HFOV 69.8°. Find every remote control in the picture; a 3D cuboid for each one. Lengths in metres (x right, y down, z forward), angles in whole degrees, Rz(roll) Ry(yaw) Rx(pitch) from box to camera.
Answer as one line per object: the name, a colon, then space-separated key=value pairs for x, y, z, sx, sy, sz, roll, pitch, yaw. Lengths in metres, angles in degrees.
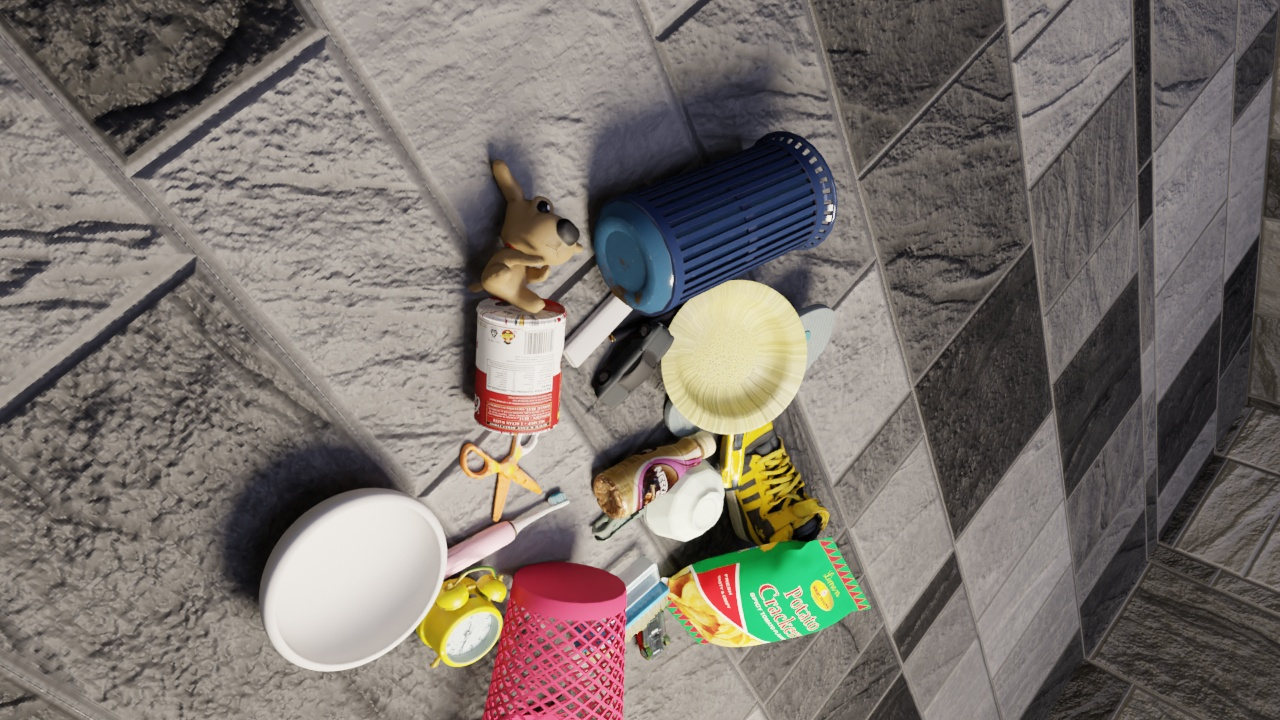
remote control: x=-0.036 y=-0.047 z=1.012 sx=0.130 sy=0.012 sz=0.033 roll=-47 pitch=133 yaw=-18

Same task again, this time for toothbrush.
toothbrush: x=-0.166 y=0.195 z=0.985 sx=0.222 sy=0.027 sz=0.026 roll=-25 pitch=90 yaw=-35

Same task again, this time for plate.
plate: x=0.108 y=-0.006 z=1.103 sx=0.184 sy=0.036 sz=0.184 roll=-3 pitch=101 yaw=-16

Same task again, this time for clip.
clip: x=-0.025 y=0.197 z=1.121 sx=0.078 sy=0.023 sz=0.050 roll=-50 pitch=133 yaw=-19

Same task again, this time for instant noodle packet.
instant noodle packet: x=0.161 y=0.316 z=1.231 sx=0.090 sy=0.253 sz=0.195 roll=-91 pitch=156 yaw=-44

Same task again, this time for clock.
clock: x=-0.188 y=0.266 z=0.969 sx=0.083 sy=0.057 sz=0.119 roll=3 pitch=111 yaw=-44

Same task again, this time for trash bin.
trash bin: x=0.077 y=-0.147 z=0.990 sx=0.248 sy=0.139 sz=0.139 roll=-27 pitch=124 yaw=-31

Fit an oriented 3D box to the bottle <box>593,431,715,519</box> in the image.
bottle: x=0.023 y=0.131 z=1.109 sx=0.165 sy=0.060 sz=0.060 roll=-25 pitch=123 yaw=-33

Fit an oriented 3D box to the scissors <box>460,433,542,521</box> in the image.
scissors: x=-0.139 y=0.110 z=0.983 sx=0.128 sy=0.011 sz=0.125 roll=-55 pitch=134 yaw=-10

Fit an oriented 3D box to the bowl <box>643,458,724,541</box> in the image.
bowl: x=0.065 y=0.181 z=1.171 sx=0.117 sy=0.061 sz=0.117 roll=-20 pitch=121 yaw=-37

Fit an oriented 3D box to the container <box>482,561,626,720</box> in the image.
container: x=-0.092 y=0.355 z=1.031 sx=0.182 sy=0.183 sz=0.226 roll=1 pitch=99 yaw=-44

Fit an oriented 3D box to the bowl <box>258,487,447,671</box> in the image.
bowl: x=-0.272 y=0.194 z=0.853 sx=0.176 sy=0.066 sz=0.177 roll=-19 pitch=119 yaw=-37

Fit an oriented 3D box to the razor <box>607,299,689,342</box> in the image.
razor: x=0.023 y=-0.052 z=1.059 sx=0.144 sy=0.022 sz=0.043 roll=-29 pitch=124 yaw=-32

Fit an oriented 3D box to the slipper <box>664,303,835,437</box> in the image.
slipper: x=0.137 y=0.011 z=1.183 sx=0.268 sy=0.055 sz=0.098 roll=-33 pitch=131 yaw=-15

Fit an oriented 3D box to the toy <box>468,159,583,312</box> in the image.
toy: x=-0.108 y=-0.106 z=0.866 sx=0.134 sy=0.106 sz=0.108 roll=45 pitch=64 yaw=-40

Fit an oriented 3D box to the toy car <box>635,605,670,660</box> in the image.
toy car: x=0.012 y=0.351 z=1.211 sx=0.042 sy=0.036 sz=0.091 roll=-24 pitch=123 yaw=-34

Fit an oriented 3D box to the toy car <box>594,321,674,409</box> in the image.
toy car: x=-0.006 y=0.006 z=1.035 sx=0.112 sy=0.034 sz=0.046 roll=-48 pitch=139 yaw=2

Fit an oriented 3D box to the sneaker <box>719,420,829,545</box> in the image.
sneaker: x=0.182 y=0.167 z=1.232 sx=0.085 sy=0.122 sz=0.239 roll=-32 pitch=128 yaw=-32

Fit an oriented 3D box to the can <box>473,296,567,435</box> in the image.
can: x=-0.119 y=0.003 z=0.902 sx=0.086 sy=0.087 sz=0.116 roll=-11 pitch=115 yaw=-40

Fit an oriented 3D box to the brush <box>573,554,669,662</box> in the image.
brush: x=-0.029 y=0.309 z=1.140 sx=0.135 sy=0.055 sz=0.075 roll=-36 pitch=134 yaw=-27

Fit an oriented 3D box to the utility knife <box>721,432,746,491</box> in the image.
utility knife: x=0.122 y=0.086 z=1.171 sx=0.030 sy=0.018 sz=0.191 roll=-10 pitch=114 yaw=-26
